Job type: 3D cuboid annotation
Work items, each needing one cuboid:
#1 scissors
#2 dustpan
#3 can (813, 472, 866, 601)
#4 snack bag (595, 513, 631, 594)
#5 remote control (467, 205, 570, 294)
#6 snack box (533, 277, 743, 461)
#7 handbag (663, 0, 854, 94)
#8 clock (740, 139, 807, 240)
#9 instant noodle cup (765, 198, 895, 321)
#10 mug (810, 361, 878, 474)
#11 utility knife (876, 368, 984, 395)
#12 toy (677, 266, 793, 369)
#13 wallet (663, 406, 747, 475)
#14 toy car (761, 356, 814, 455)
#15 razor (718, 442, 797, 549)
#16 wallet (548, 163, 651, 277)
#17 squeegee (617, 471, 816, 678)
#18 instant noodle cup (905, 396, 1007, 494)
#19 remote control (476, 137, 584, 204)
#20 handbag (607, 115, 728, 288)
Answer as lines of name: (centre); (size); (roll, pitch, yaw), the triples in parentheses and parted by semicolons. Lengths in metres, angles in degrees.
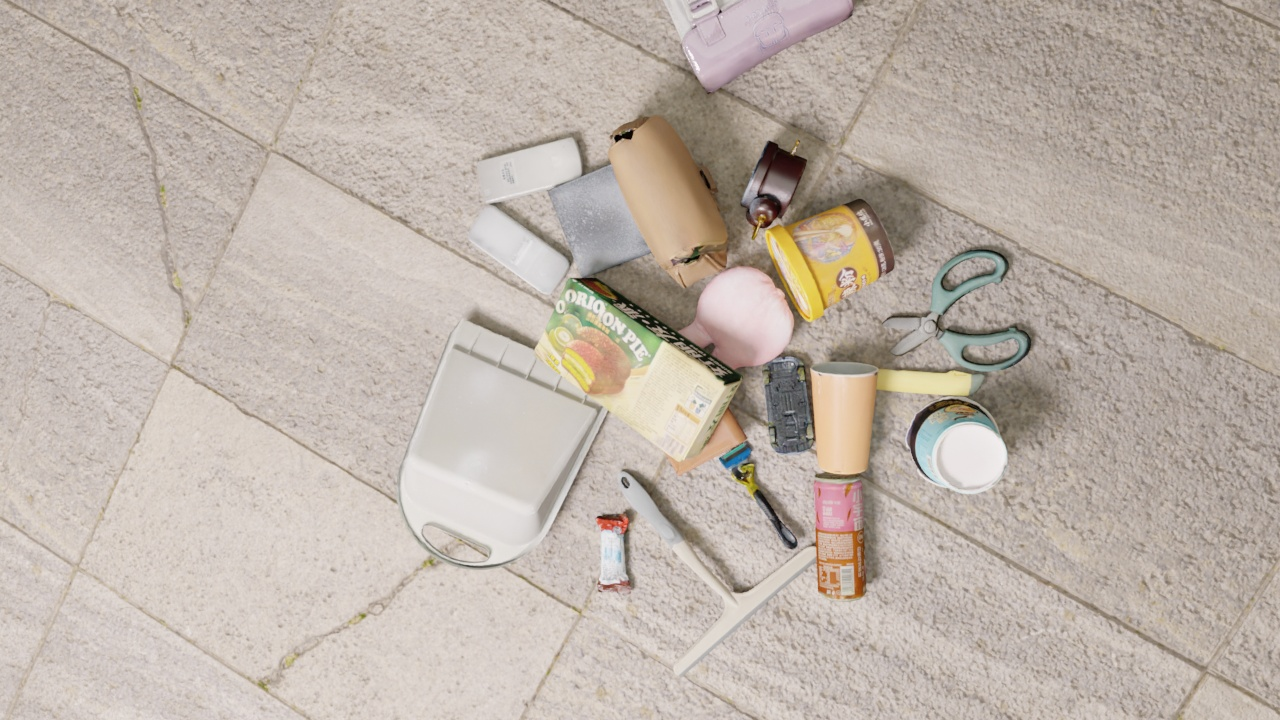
scissors: (0.383, -0.037, 1.084); (0.174, 0.019, 0.176); (-40, 87, 8)
dustpan: (-0.188, 0.122, 1.159); (0.222, 0.143, 0.257); (23, 58, 0)
can: (0.239, 0.210, 1.101); (0.058, 0.058, 0.147); (-2, 93, 10)
snack bag: (-0.035, 0.246, 1.167); (0.045, 0.026, 0.105); (-1, 94, 9)
remote control: (-0.155, -0.141, 1.170); (0.136, 0.020, 0.056); (35, 97, 7)
snack box: (-0.006, 0.006, 1.092); (0.240, 0.063, 0.115); (35, 111, 22)
handbag: (0.132, -0.424, 1.071); (0.197, 0.098, 0.145); (-25, 94, 11)
clock: (0.152, -0.200, 1.083); (0.055, 0.082, 0.122); (23, 90, 2)
instant noodle cup: (0.221, -0.121, 1.062); (0.114, 0.118, 0.118); (-25, 88, 1)
mug: (0.241, 0.068, 1.086); (0.078, 0.078, 0.123); (0, 102, 10)
utility knife: (0.318, 0.023, 1.098); (0.175, 0.019, 0.031); (4, 91, 9)
toy: (0.108, -0.037, 1.114); (0.160, 0.054, 0.121); (-40, 86, 22)
wallet: (0.055, 0.064, 1.124); (0.108, 0.031, 0.132); (-32, 87, 28)
toy car: (0.179, 0.055, 1.116); (0.054, 0.037, 0.120); (-8, 82, 11)
razor: (0.150, 0.171, 1.131); (0.042, 0.022, 0.142); (-31, 81, -18)
wallet: (-0.050, -0.174, 1.145); (0.097, 0.019, 0.121); (-20, 98, 8)
squeegee: (0.055, 0.233, 1.145); (0.247, 0.039, 0.246); (-43, 85, 9)
instant noodle cup: (0.365, 0.101, 1.042); (0.111, 0.120, 0.111); (1, 93, 10)
remote control: (-0.139, -0.240, 1.162); (0.135, 0.019, 0.056); (-13, 91, 10)
handbag: (0.037, -0.190, 1.069); (0.100, 0.147, 0.204); (-27, 93, 12)
